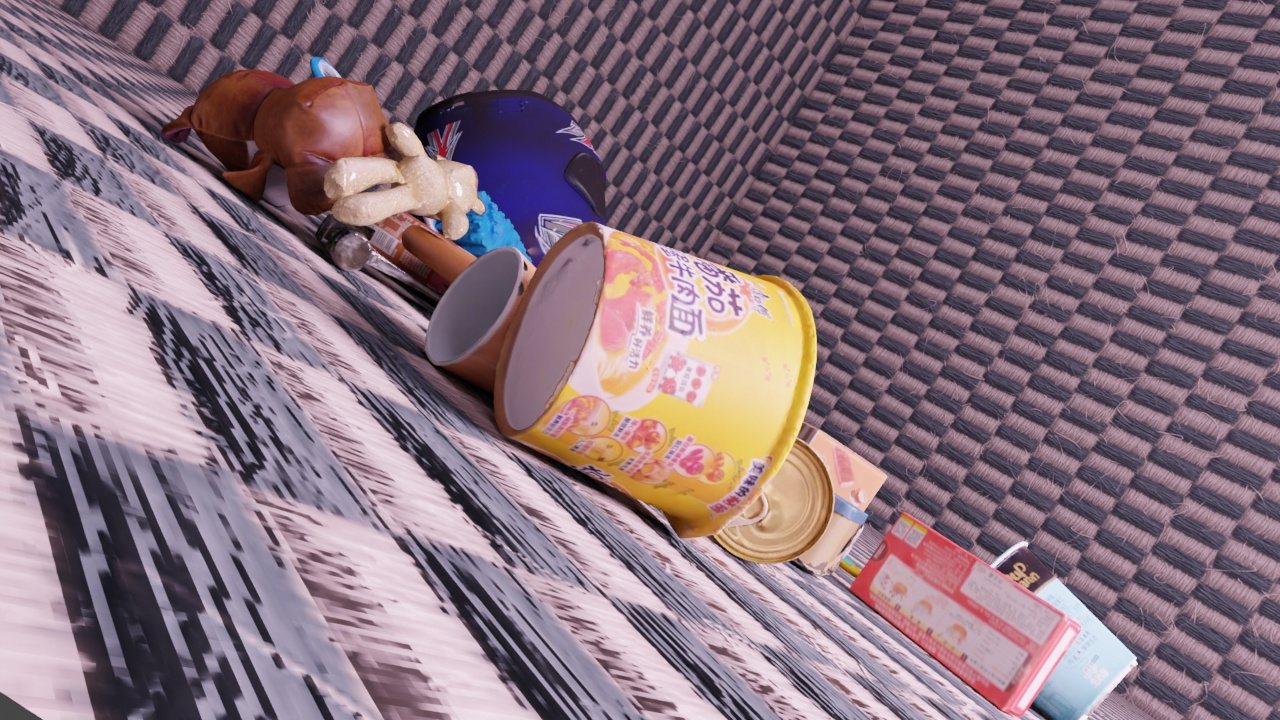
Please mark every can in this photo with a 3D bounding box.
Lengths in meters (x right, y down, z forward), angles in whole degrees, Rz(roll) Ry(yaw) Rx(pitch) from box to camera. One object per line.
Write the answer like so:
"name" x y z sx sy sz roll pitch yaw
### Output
"can" 0.080 0.082 0.570 0.075 0.075 0.111 33 0 11
"can" -0.193 -0.088 0.848 0.147 0.058 0.058 33 1 -2

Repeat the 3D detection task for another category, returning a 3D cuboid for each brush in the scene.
"brush" -0.194 -0.150 0.874 0.110 0.060 0.315 0 -48 30

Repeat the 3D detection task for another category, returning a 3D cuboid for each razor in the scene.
"razor" 0.192 0.179 0.850 0.132 0.028 0.043 38 -20 42

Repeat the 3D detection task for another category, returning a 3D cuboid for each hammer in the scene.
"hammer" -0.128 -0.029 0.783 0.323 0.032 0.126 33 2 -31

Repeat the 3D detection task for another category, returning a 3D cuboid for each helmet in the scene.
"helmet" -0.153 -0.176 1.143 0.315 0.248 0.240 13 61 -68

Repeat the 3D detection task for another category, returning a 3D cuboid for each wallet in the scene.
"wallet" -0.120 -0.060 0.744 0.132 0.031 0.107 34 5 32

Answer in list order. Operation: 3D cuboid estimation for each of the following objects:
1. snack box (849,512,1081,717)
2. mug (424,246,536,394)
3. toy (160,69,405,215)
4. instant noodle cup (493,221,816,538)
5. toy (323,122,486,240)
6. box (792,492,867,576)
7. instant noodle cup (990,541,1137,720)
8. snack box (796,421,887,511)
"snack box" 0.226 0.176 0.656 0.025 0.075 0.153 34 0 -35
"mug" -0.054 -0.001 0.540 0.122 0.078 0.078 38 -2 -35
"toy" -0.293 -0.184 0.763 0.200 0.131 0.139 22 35 23
"instant noodle cup" 0.000 0.003 0.449 0.109 0.138 0.138 22 6 -26
"toy" -0.181 -0.132 0.716 0.105 0.066 0.157 54 26 5
"box" 0.082 0.092 0.710 0.184 0.061 0.089 35 1 20
"instant noodle cup" 0.322 0.228 0.741 0.120 0.111 0.111 44 7 32
"snack box" 0.148 0.112 0.816 0.077 0.094 0.093 33 0 -10
